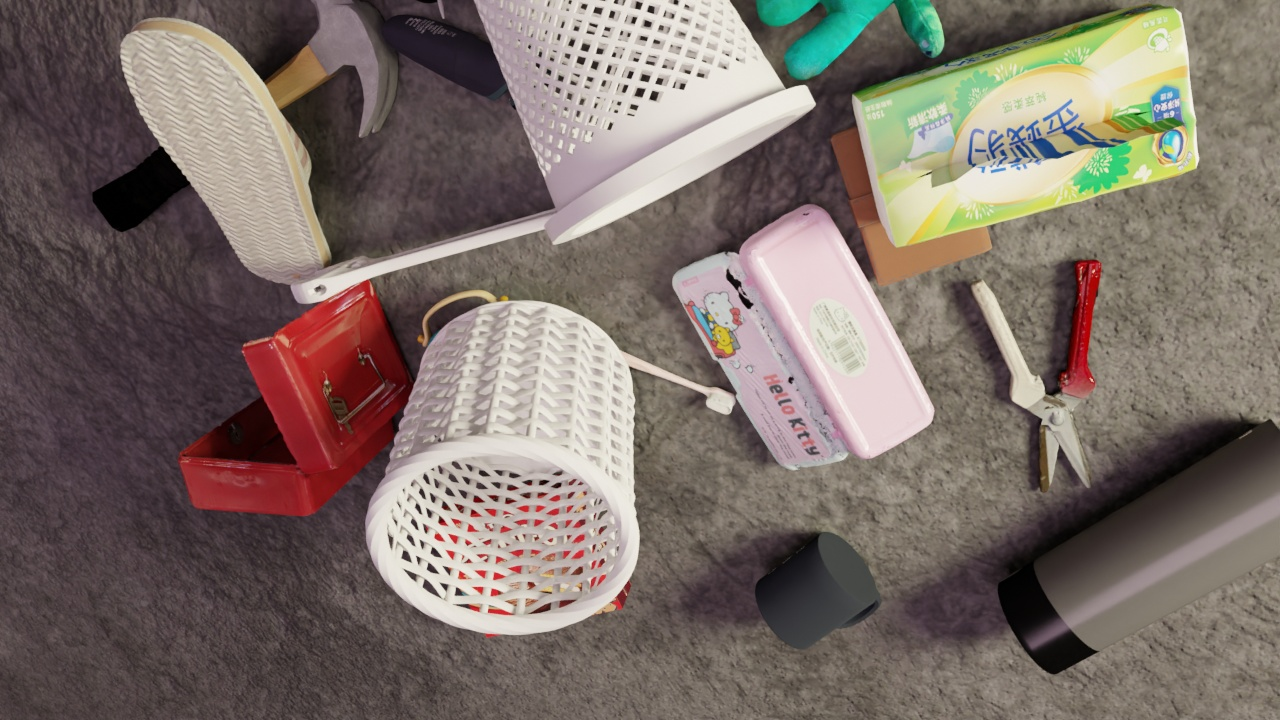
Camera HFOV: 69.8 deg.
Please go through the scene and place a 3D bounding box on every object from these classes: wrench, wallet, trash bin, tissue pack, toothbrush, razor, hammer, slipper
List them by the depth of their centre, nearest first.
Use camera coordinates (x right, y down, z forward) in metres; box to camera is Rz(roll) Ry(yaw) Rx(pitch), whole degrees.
[{"bbox_3d":[0.241,-0.141,0.574,0.198,0.141,0.120,-20,106,16],"label":"tissue pack"},{"bbox_3d":[-0.018,-0.211,0.606,0.196,0.195,0.199,-25,95,23],"label":"trash bin"},{"bbox_3d":[0.199,-0.123,0.674,0.087,0.013,0.121,-18,108,16],"label":"wallet"},{"bbox_3d":[-0.131,-0.231,0.697,0.143,0.047,0.052,24,142,6],"label":"razor"},{"bbox_3d":[-0.314,-0.158,0.726,0.115,0.052,0.263,7,145,7],"label":"slipper"},{"bbox_3d":[-0.157,-0.092,0.747,0.273,0.066,0.018,-14,109,10],"label":"wrench"},{"bbox_3d":[-0.342,-0.197,0.769,0.329,0.039,0.131,-24,107,23],"label":"hammer"},{"bbox_3d":[-0.005,0.005,0.781,0.181,0.018,0.016,23,128,5],"label":"toothbrush"}]

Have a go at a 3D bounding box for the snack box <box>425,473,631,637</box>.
[{"bbox_3d":[-0.106,0.188,0.878,0.152,0.035,0.133,-18,108,21],"label":"snack box"}]

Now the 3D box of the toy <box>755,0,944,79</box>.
[{"bbox_3d":[0.168,-0.262,0.593,0.194,0.072,0.130,-30,105,15],"label":"toy"}]

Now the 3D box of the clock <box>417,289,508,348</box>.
[{"bbox_3d":[-0.132,-0.001,0.799,0.099,0.043,0.130,-22,113,22],"label":"clock"}]

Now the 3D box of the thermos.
[{"bbox_3d":[0.397,0.147,0.704,0.082,0.082,0.241,44,116,-7],"label":"thermos"}]

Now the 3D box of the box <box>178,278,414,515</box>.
[{"bbox_3d":[-0.305,0.041,0.799,0.170,0.156,0.156,-17,106,20],"label":"box"}]

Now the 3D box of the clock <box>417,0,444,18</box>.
[{"bbox_3d":[-0.153,-0.308,0.640,0.043,0.091,0.121,-13,124,30],"label":"clock"}]

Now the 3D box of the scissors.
[{"bbox_3d":[0.313,0.008,0.702,0.179,0.015,0.185,31,117,-2],"label":"scissors"}]

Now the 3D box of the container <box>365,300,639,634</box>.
[{"bbox_3d":[-0.097,0.078,0.712,0.189,0.186,0.190,0,124,-1],"label":"container"}]

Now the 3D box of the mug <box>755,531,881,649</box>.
[{"bbox_3d":[0.164,0.207,0.805,0.105,0.071,0.078,29,121,-30],"label":"mug"}]

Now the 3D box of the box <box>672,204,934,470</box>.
[{"bbox_3d":[0.125,-0.006,0.718,0.154,0.066,0.201,-26,104,24],"label":"box"}]
